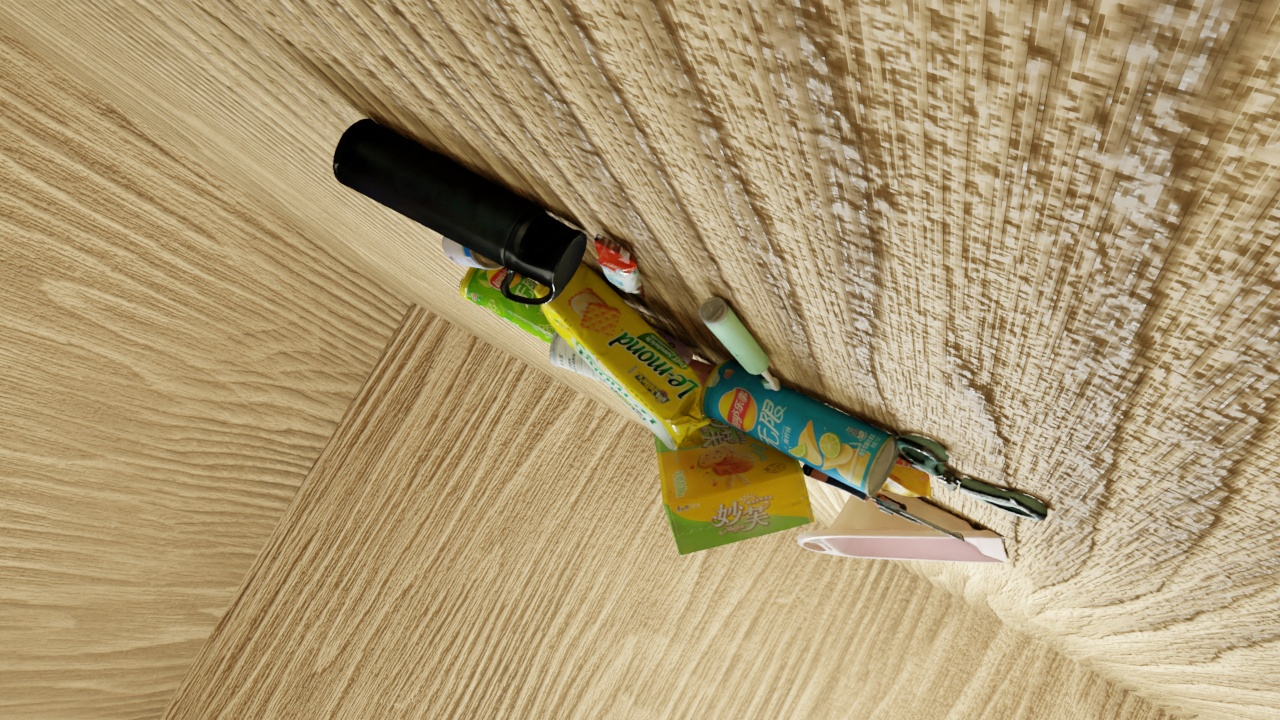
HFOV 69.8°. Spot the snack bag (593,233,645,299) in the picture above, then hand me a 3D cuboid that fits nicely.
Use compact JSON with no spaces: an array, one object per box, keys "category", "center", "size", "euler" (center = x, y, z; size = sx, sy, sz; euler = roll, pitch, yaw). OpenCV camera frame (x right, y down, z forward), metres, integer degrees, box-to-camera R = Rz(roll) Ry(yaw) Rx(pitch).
[{"category":"snack bag","center":[-0.017,-0.084,0.834],"size":[0.048,0.026,0.104],"euler":[35,175,13]}]

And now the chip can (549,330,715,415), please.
[{"category":"chip can","center":[-0.007,0.007,1.173],"size":[0.215,0.071,0.071],"euler":[19,171,19]}]

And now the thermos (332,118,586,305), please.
[{"category":"thermos","center":[-0.173,-0.134,0.855],"size":[0.242,0.090,0.068],"euler":[29,-165,12]}]

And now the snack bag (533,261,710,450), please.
[{"category":"snack bag","center":[-0.015,-0.005,1.014],"size":[0.246,0.068,0.158],"euler":[46,173,11]}]

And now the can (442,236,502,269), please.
[{"category":"can","center":[-0.193,-0.136,1.079],"size":[0.053,0.053,0.135],"euler":[33,173,-26]}]

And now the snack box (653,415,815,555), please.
[{"category":"snack box","center":[0.102,0.131,1.082],"size":[0.209,0.158,0.070],"euler":[-97,-8,-69]}]

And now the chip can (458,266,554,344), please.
[{"category":"chip can","center":[-0.144,-0.070,1.288],"size":[0.221,0.072,0.072],"euler":[28,174,9]}]

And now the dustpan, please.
[{"category":"dustpan","center":[0.380,0.275,1.340],"size":[0.274,0.138,0.222],"euler":[26,172,32]}]

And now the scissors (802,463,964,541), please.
[{"category":"scissors","center":[0.261,0.154,1.007],"size":[0.189,0.015,0.226],"euler":[23,179,20]}]

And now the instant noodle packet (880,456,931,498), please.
[{"category":"instant noodle packet","center":[0.266,0.118,1.064],"size":[0.128,0.044,0.111],"euler":[30,172,-22]}]

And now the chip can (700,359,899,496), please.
[{"category":"chip can","center":[0.169,0.069,0.991],"size":[0.210,0.071,0.071],"euler":[25,172,31]}]

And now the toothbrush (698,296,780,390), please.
[{"category":"toothbrush","center":[0.104,-0.008,0.885],"size":[0.027,0.026,0.224],"euler":[3,162,25]}]

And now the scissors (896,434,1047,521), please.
[{"category":"scissors","center":[0.333,0.124,0.923],"size":[0.181,0.019,0.170],"euler":[25,171,29]}]

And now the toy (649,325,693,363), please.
[{"category":"toy","center":[0.017,-0.020,1.115],"size":[0.108,0.039,0.083],"euler":[25,-170,30]}]
